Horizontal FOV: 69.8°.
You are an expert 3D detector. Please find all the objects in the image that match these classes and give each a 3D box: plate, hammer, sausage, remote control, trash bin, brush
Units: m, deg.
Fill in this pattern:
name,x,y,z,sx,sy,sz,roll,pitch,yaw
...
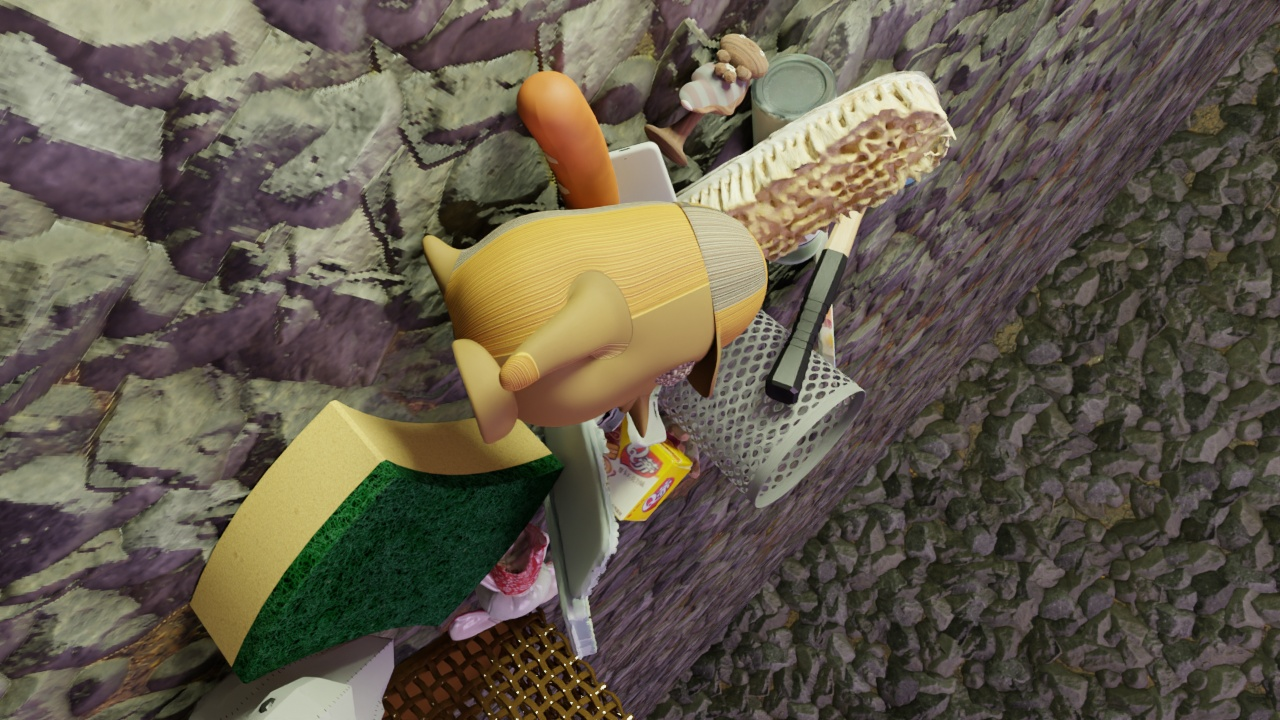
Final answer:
name,x,y,z,sx,sy,sz,roll,pitch,yaw
plate,0.204,-0.064,1.021,0.016,0.186,0.187,-3,166,12
hammer,0.190,-0.110,0.877,0.131,0.039,0.327,75,37,-66
sausage,-0.040,-0.124,0.594,0.164,0.044,0.039,69,31,-66
remote control,0.011,-0.097,0.683,0.045,0.008,0.147,-13,134,12
trash bin,0.107,0.031,0.940,0.156,0.183,0.157,-38,156,-20
brush,0.106,-0.127,0.708,0.272,0.056,0.083,-27,136,21
brush,-0.193,0.132,0.717,0.195,0.075,0.249,-52,158,13

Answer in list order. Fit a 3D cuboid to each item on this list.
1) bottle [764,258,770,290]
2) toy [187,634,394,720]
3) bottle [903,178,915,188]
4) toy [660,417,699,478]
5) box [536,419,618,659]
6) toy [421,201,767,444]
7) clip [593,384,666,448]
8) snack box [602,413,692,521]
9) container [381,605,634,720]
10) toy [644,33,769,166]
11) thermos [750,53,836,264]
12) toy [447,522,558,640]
name,x,y,z,sx,sy,sz,roll,pitch,yaw
bottle,0.091,-0.092,0.866,0.059,0.059,0.181,-50,158,8
toy,-0.280,0.299,0.725,0.268,0.141,0.246,-42,179,33
bottle,0.290,-0.228,1.018,0.040,0.040,0.130,-47,158,2
toy,0.026,0.107,1.097,0.085,0.074,0.106,-16,180,4
box,-0.061,0.131,0.807,0.061,0.209,0.193,-5,136,-11
toy,-0.017,-0.029,0.591,0.203,0.162,0.198,-18,-166,-8
clip,-0.005,0.006,0.848,0.124,0.074,0.144,-7,110,-62
snack box,-0.016,0.101,0.943,0.084,0.106,0.061,-50,158,8
container,-0.191,0.464,1.105,0.250,0.214,0.220,-28,152,-38
toy,0.052,-0.191,0.653,0.101,0.041,0.055,-48,-178,-18
thermos,0.132,-0.166,0.806,0.068,0.068,0.230,-42,157,-10
toy,-0.138,0.226,0.975,0.158,0.084,0.195,-27,146,-23
